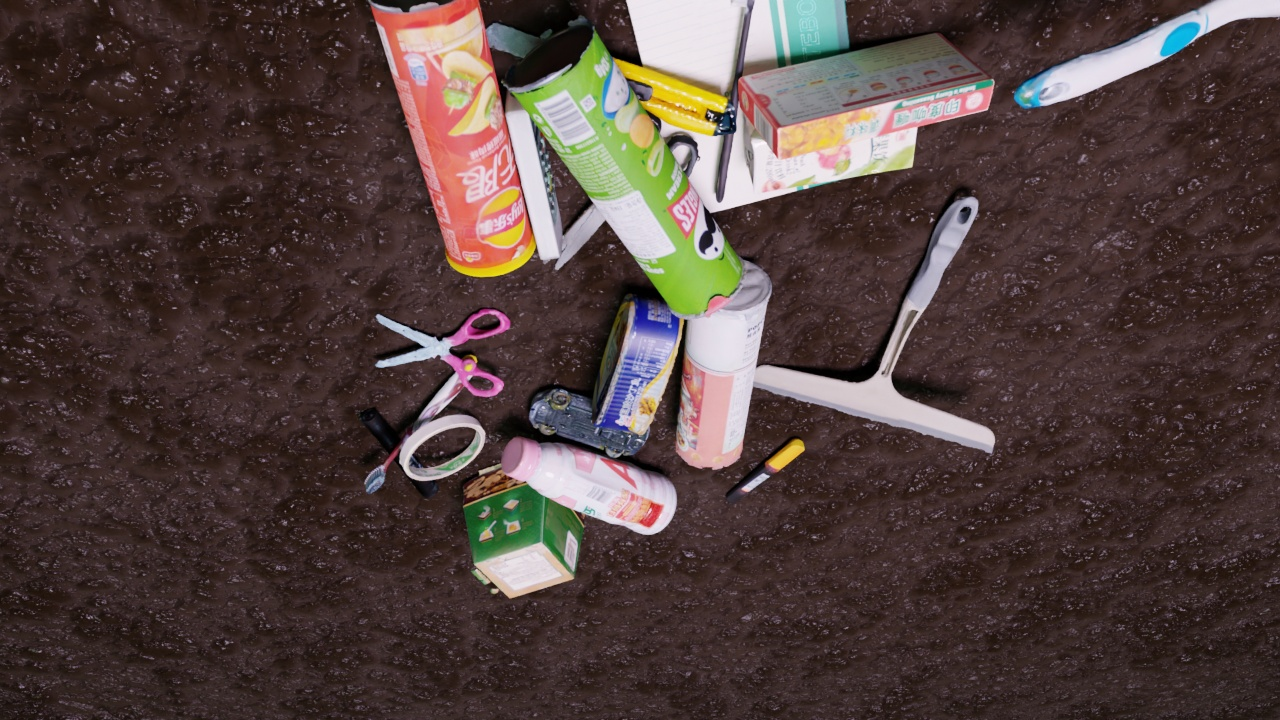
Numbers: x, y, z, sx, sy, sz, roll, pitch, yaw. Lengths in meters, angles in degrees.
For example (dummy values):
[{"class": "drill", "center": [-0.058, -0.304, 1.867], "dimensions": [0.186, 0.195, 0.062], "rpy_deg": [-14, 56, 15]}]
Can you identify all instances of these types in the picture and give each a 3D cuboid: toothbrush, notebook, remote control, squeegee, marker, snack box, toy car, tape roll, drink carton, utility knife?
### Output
[{"class": "toothbrush", "center": [0.066, -0.192, 0.668], "dimensions": [0.018, 0.015, 0.181], "rpy_deg": [2, 134, -1]}, {"class": "notebook", "center": [0.081, -0.206, 0.677], "dimensions": [0.150, 0.012, 0.209], "rpy_deg": [-14, 134, 6]}, {"class": "remote control", "center": [-0.078, -0.142, 0.690], "dimensions": [0.019, 0.056, 0.135], "rpy_deg": [-7, 135, 2]}, {"class": "squeegee", "center": [0.250, -0.047, 0.837], "dimensions": [0.246, 0.039, 0.247], "rpy_deg": [15, 127, 2]}, {"class": "marker", "center": [0.136, 0.123, 1.011], "dimensions": [0.018, 0.015, 0.124], "rpy_deg": [24, 130, -25]}, {"class": "toothbrush", "center": [-0.216, 0.068, 0.893], "dimensions": [0.016, 0.017, 0.188], "rpy_deg": [28, 117, -36]}, {"class": "snack box", "center": [0.154, -0.186, 0.638], "dimensions": [0.155, 0.077, 0.027], "rpy_deg": [-15, 135, -7]}, {"class": "toy car", "center": [-0.050, 0.059, 0.909], "dimensions": [0.120, 0.036, 0.054], "rpy_deg": [17, 139, -9]}, {"class": "marker", "center": [-0.245, 0.097, 0.936], "dimensions": [0.022, 0.020, 0.132], "rpy_deg": [-4, 137, 21]}, {"class": "tape roll", "center": [-0.196, 0.087, 0.910], "dimensions": [0.085, 0.014, 0.086], "rpy_deg": [-25, 148, -17]}, {"class": "drink carton", "center": [0.140, -0.165, 0.682], "dimensions": [0.122, 0.045, 0.054], "rpy_deg": [-11, 139, 2]}, {"class": "snack box", "center": [-0.119, 0.181, 0.974], "dimensions": [0.118, 0.105, 0.118], "rpy_deg": [-20, 135, 12]}, {"class": "utility knife", "center": [-0.021, -0.198, 0.651], "dimensions": [0.197, 0.015, 0.033], "rpy_deg": [17, 129, -9]}]

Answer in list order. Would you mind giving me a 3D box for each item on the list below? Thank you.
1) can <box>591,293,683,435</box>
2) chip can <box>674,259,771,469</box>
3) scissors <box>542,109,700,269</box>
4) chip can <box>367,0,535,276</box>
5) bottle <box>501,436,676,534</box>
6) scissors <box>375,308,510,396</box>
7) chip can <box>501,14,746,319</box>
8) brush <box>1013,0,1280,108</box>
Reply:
[{"class": "can", "center": [-0.005, 0.005, 0.834], "dimensions": [0.049, 0.074, 0.148], "rpy_deg": [10, 132, -12]}, {"class": "chip can", "center": [0.073, 0.010, 0.849], "dimensions": [0.071, 0.071, 0.215], "rpy_deg": [-2, 136, -4]}, {"class": "scissors", "center": [-0.032, -0.133, 0.729], "dimensions": [0.174, 0.014, 0.141], "rpy_deg": [-10, 136, 17]}, {"class": "chip can", "center": [-0.129, -0.163, 0.653], "dimensions": [0.073, 0.073, 0.217], "rpy_deg": [-8, 135, 1]}, {"class": "bottle", "center": [-0.052, 0.124, 0.938], "dimensions": [0.196, 0.068, 0.068], "rpy_deg": [25, 127, -36]}, {"class": "scissors", "center": [-0.175, -0.015, 0.832], "dimensions": [0.133, 0.017, 0.124], "rpy_deg": [29, 117, -21]}, {"class": "chip can", "center": [-0.004, -0.128, 0.663], "dimensions": [0.072, 0.072, 0.236], "rpy_deg": [-25, 132, 17]}, {"class": "brush", "center": [0.388, -0.243, 0.605], "dimensions": [0.315, 0.109, 0.060], "rpy_deg": [-14, 137, 7]}]
